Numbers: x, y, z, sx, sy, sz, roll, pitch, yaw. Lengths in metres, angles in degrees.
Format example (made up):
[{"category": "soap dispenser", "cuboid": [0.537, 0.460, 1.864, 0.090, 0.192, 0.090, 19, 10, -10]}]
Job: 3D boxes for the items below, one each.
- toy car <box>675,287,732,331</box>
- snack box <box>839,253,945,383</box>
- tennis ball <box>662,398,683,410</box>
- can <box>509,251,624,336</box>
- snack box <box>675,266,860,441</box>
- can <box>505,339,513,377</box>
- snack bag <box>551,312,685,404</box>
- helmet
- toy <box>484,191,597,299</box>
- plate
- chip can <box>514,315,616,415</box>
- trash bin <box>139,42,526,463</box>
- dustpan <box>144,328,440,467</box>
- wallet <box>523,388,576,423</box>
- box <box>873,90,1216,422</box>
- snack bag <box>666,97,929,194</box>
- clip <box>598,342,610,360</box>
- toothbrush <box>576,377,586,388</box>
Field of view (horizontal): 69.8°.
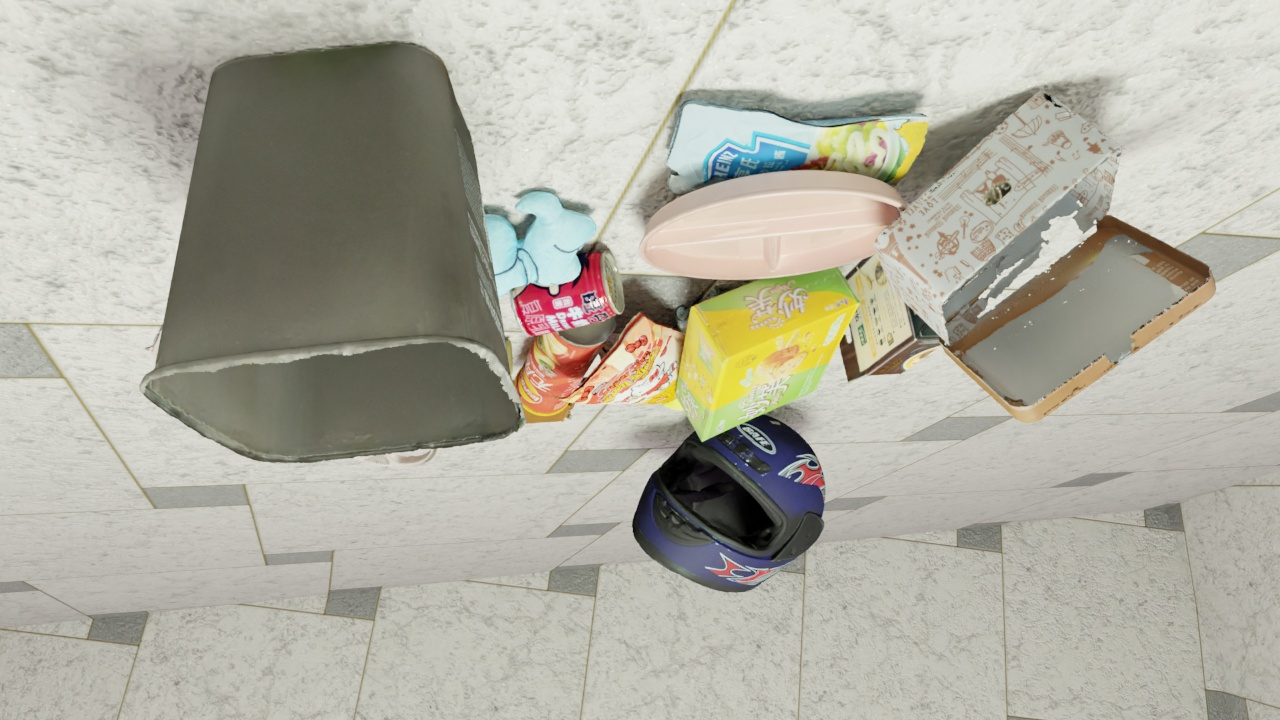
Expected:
[{"category": "toy car", "cuboid": [0.077, -0.051, 0.992, 0.042, 0.034, 0.091, 6, 158, -41]}, {"category": "snack box", "cuboid": [0.250, -0.050, 0.933, 0.053, 0.113, 0.126, -2, 160, -15]}, {"category": "tennis ball", "cuboid": [0.049, 0.030, 1.153, 0.065, 0.065, 0.065, -6, 160, -2]}, {"category": "can", "cuboid": [-0.068, -0.063, 0.859, 0.094, 0.066, 0.066, -11, 160, 13]}, {"category": "snack box", "cuboid": [0.128, -0.009, 0.975, 0.157, 0.070, 0.210, -23, 156, -14]}, {"category": "can", "cuboid": [-0.197, 0.013, 1.042, 0.083, 0.057, 0.102, 4, 157, -21]}, {"category": "snack bag", "cuboid": [-0.006, 0.006, 0.994, 0.129, 0.073, 0.207, -40, 165, 14]}, {"category": "helmet", "cuboid": [0.147, 0.196, 1.379, 0.240, 0.247, 0.315, -59, 150, 9]}, {"category": "toy", "cuboid": [-0.126, -0.089, 0.791, 0.156, 0.049, 0.162, 9, 140, -18]}, {"category": "plate", "cuboid": [0.112, -0.111, 0.778, 0.229, 0.028, 0.229, -3, 170, -1]}, {"category": "chip can", "cuboid": [-0.087, -0.005, 1.004, 0.073, 0.073, 0.217, 0, 159, -18]}, {"category": "trash bin", "cuboid": [-0.184, -0.064, 0.597, 0.198, 0.219, 0.199, -6, 160, -1]}, {"category": "dustpan", "cuboid": [-0.336, 0.028, 0.917, 0.273, 0.138, 0.223, 5, 157, -32]}, {"category": "wallet", "cuboid": [-0.140, 0.062, 1.213, 0.107, 0.031, 0.132, -3, 168, -10]}, {"category": "box", "cuboid": [0.316, -0.064, 0.721, 0.183, 0.187, 0.155, -42, 152, 7]}, {"category": "snack bag", "cuboid": [0.114, -0.160, 0.704, 0.191, 0.038, 0.110, -2, 167, -10]}, {"category": "clip", "cuboid": [-0.033, 0.004, 1.096, 0.035, 0.071, 0.100, -12, 166, 29]}, {"category": "toothbrush", "cuboid": [-0.066, 0.028, 1.190, 0.189, 0.014, 0.017, -4, -176, -4]}]
